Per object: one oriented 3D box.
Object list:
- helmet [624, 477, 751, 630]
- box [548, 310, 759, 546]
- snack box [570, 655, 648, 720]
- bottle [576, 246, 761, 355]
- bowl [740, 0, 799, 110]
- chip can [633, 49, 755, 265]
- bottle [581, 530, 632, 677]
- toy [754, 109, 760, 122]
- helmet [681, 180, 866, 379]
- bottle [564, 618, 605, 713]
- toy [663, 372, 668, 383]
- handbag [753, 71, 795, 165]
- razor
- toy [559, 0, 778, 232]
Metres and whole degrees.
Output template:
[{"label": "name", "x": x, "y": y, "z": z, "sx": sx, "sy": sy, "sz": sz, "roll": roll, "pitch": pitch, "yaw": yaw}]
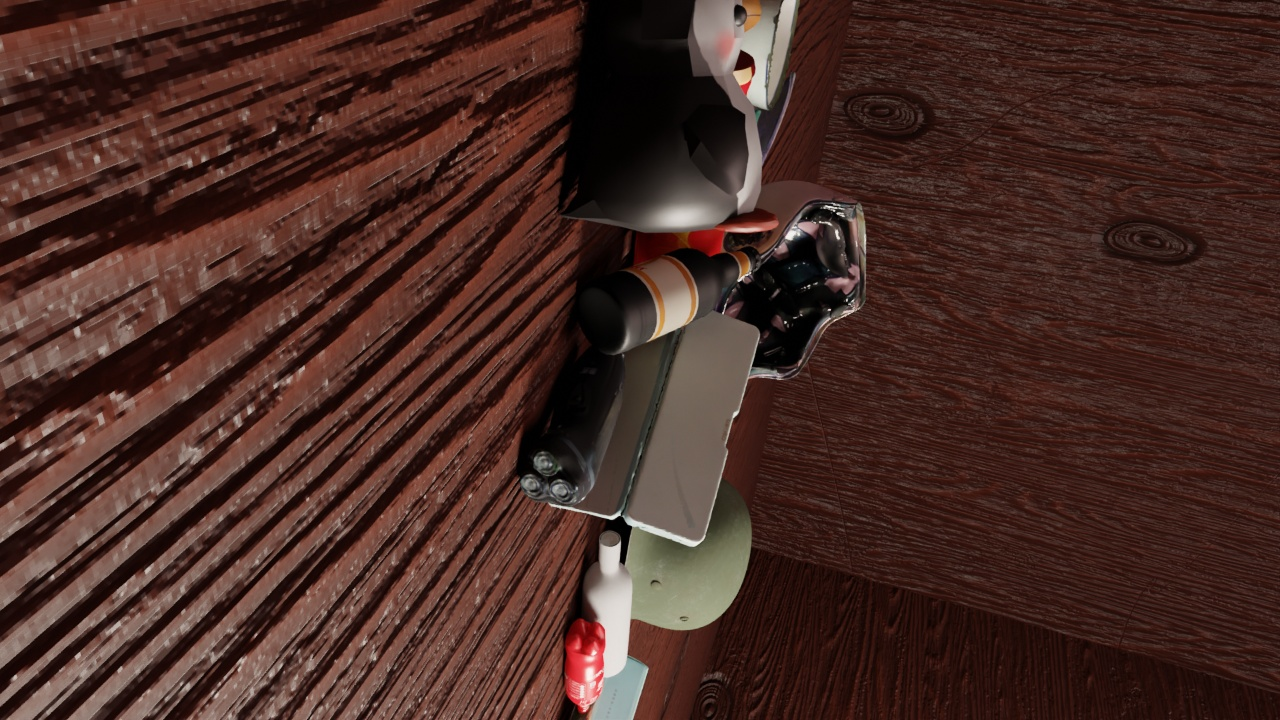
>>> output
[{"label": "helmet", "x": 0.051, "y": 0.219, "z": 1.078, "sx": 0.268, "sy": 0.154, "sz": 0.226, "roll": 86, "pitch": 21, "yaw": -52}, {"label": "box", "x": 0.014, "y": 0.042, "z": 0.754, "sx": 0.044, "sy": 0.136, "sz": 0.196, "roll": 90, "pitch": 17, "yaw": -65}, {"label": "snack box", "x": -0.050, "y": 0.420, "z": 1.030, "sx": 0.075, "sy": 0.053, "sz": 0.174, "roll": -51, "pitch": -166, "yaw": 55}, {"label": "bottle", "x": 0.034, "y": -0.060, "z": 0.743, "sx": 0.181, "sy": 0.059, "sz": 0.059, "roll": -25, "pitch": 133, "yaw": -39}, {"label": "bowl", "x": 0.119, "y": -0.346, "z": 0.964, "sx": 0.153, "sy": 0.073, "sz": 0.153, "roll": 15, "pitch": 89, "yaw": -78}, {"label": "chip can", "x": 0.039, "y": -0.154, "z": 0.783, "sx": 0.086, "sy": 0.087, "sz": 0.214, "roll": -60, "pitch": 161, "yaw": -53}, {"label": "bottle", "x": -0.036, "y": 0.254, "z": 0.965, "sx": 0.052, "sy": 0.052, "sz": 0.196, "roll": -62, "pitch": 161, "yaw": -50}, {"label": "toy", "x": 0.084, "y": -0.232, "z": 0.974, "sx": 0.105, "sy": 0.033, "sz": 0.085, "roll": -24, "pitch": 153, "yaw": -54}, {"label": "helmet", "x": 0.135, "y": -0.098, "z": 1.055, "sx": 0.255, "sy": 0.152, "sz": 0.230, "roll": -46, "pitch": 146, "yaw": -7}, {"label": "bottle", "x": -0.059, "y": 0.326, "z": 0.965, "sx": 0.041, "sy": 0.042, "sz": 0.142, "roll": -62, "pitch": 161, "yaw": -50}, {"label": "toy", "x": 0.055, "y": 0.058, "z": 1.135, "sx": 0.087, "sy": 0.067, "sz": 0.112, "roll": 49, "pitch": 41, "yaw": -37}, {"label": "handbag", "x": 0.123, "y": -0.267, "z": 1.103, "sx": 0.127, "sy": 0.069, "sz": 0.158, "roll": 111, "pitch": -1, "yaw": -64}, {"label": "razor", "x": -0.048, "y": 0.042, "z": 0.691, "sx": 0.064, "sy": 0.053, "sz": 0.140, "roll": 71, "pitch": 30, "yaw": -53}, {"label": "toy", "x": 0.012, "y": -0.182, "z": 0.606, "sx": 0.159, "sy": 0.140, "sz": 0.184, "roll": -132, "pitch": -142, "yaw": -65}]
